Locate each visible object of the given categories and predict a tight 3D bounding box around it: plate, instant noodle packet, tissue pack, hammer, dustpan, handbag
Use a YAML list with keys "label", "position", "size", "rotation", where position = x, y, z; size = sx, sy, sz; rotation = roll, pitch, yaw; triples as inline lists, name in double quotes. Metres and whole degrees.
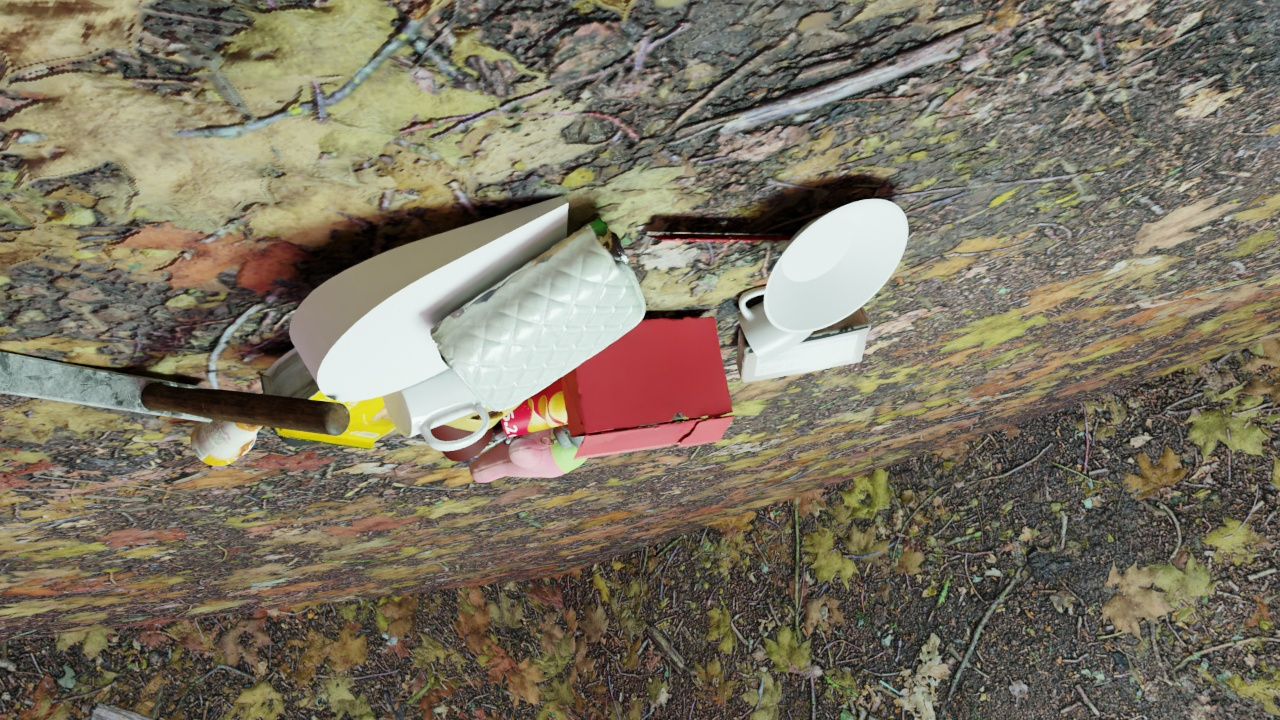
- label: "plate"
  position: [0.197, -0.107, 0.965]
  size: [0.173, 0.036, 0.174]
  rotation: [-19, 141, -17]
- label: "instant noodle packet"
  position: [-0.274, 0.000, 1.000]
  size: [0.222, 0.084, 0.163]
  rotation: [-33, 157, 13]
- label: "tissue pack"
  position: [0.224, -0.027, 1.299]
  size: [0.181, 0.071, 0.104]
  rotation: [-14, 147, -6]
- label: "hammer"
  position: [-0.421, 0.037, 0.866]
  size: [0.301, 0.037, 0.217]
  rotation: [4, 171, 27]
- label: "dustpan"
  position: [-0.193, -0.057, 0.859]
  size: [0.257, 0.053, 0.192]
  rotation: [-30, 162, -18]
- label: "handbag"
  position: [-0.095, -0.044, 0.871]
  size: [0.195, 0.072, 0.139]
  rotation: [-34, 154, -5]

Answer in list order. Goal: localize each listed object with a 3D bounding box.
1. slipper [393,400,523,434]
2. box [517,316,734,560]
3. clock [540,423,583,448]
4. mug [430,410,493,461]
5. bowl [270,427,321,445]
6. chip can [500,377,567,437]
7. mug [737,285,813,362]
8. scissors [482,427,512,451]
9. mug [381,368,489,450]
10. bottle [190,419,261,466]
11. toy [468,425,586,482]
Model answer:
- label: "slipper"
  position: [-0.196, 0.037, 1.093]
  size: [0.264, 0.099, 0.078]
  rotation: [-19, 139, 31]
- label: "box"
  position: [-0.028, 0.107, 1.200]
  size: [0.212, 0.148, 0.376]
  rotation: [-6, 136, -29]
- label: "clock"
  position: [-0.077, 0.090, 1.334]
  size: [0.147, 0.104, 0.056]
  rotation: [-25, 131, -14]
- label: "mug"
  position: [-0.231, 0.067, 1.194]
  size: [0.105, 0.073, 0.082]
  rotation: [-43, 134, -16]
- label: "bowl"
  position: [-0.413, 0.074, 1.138]
  size: [0.124, 0.052, 0.124]
  rotation: [-12, 162, -4]
- label: "chip can"
  position: [-0.086, 0.052, 1.283]
  size: [0.220, 0.069, 0.069]
  rotation: [-12, 163, -2]
- label: "mug"
  position: [0.171, -0.059, 1.158]
  size: [0.089, 0.071, 0.107]
  rotation: [-28, 132, 15]
- label: "scissors"
  position: [-0.176, 0.097, 1.367]
  size: [0.175, 0.013, 0.170]
  rotation: [-28, -175, -1]
- label: "mug"
  position: [-0.206, 0.045, 0.960]
  size: [0.090, 0.110, 0.074]
  rotation: [-22, 154, -32]
- label: "bottle"
  position: [-0.490, 0.085, 1.097]
  size: [0.109, 0.063, 0.063]
  rotation: [-27, 158, 38]
- label: "toy"
  position: [-0.161, 0.138, 1.433]
  size: [0.237, 0.097, 0.191]
  rotation: [-18, -178, 12]
